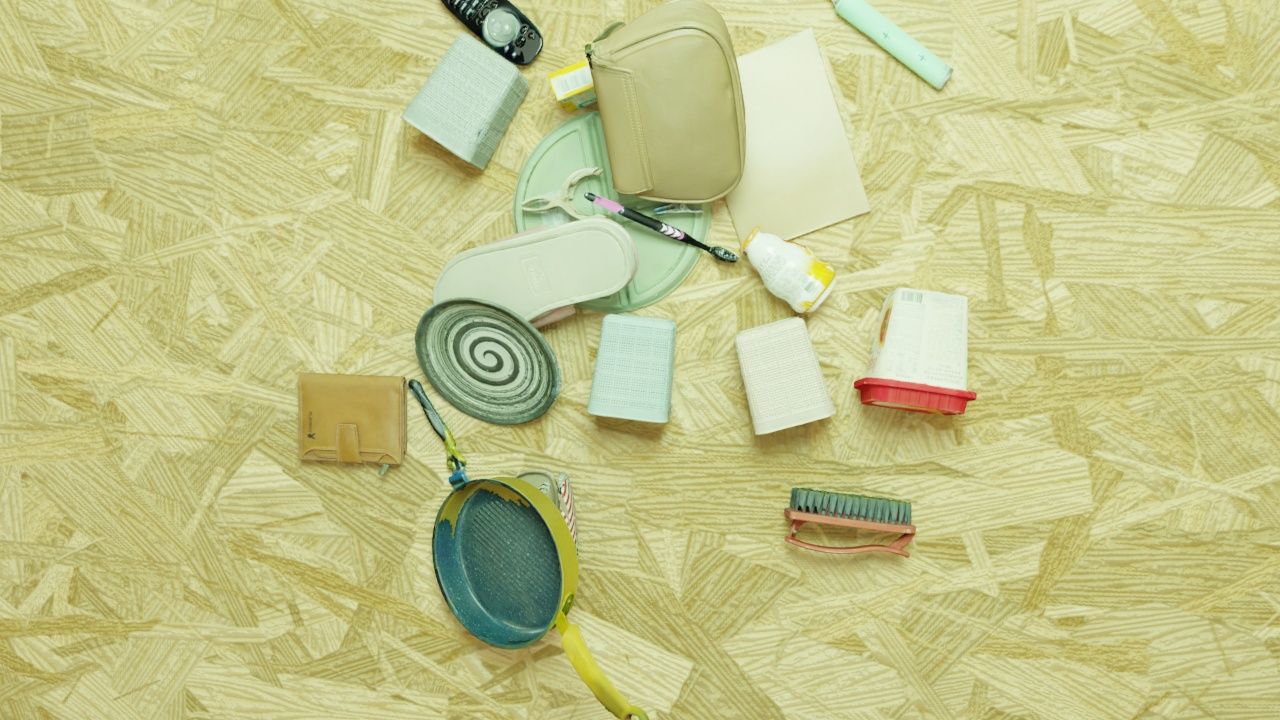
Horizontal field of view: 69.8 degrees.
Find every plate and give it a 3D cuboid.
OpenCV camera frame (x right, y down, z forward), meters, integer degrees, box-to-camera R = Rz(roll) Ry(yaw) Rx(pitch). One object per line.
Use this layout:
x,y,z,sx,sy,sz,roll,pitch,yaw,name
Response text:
-0.035,-0.168,1.042,0.230,0.027,0.230,1,96,6,plate
-0.172,-0.001,1.049,0.179,0.024,0.180,11,128,14,plate

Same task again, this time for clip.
-0.076,-0.187,1.013,0.099,0.035,0.098,22,103,10,clip
0.042,-0.167,1.009,0.057,0.024,0.028,-10,99,0,clip

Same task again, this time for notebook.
0.152,-0.242,1.021,0.149,0.012,0.211,-19,95,9,notebook

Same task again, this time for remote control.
-0.167,-0.384,1.029,0.136,0.024,0.053,41,98,-1,remote control

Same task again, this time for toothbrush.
0.025,-0.145,1.004,0.189,0.018,0.014,21,89,-17,toothbrush
0.242,-0.368,0.988,0.224,0.026,0.027,37,121,0,toothbrush

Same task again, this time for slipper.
-0.119,-0.092,1.021,0.275,0.054,0.114,-16,107,31,slipper

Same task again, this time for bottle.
0.160,-0.103,1.011,0.108,0.063,0.063,37,99,0,bottle

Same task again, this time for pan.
-0.108,0.272,1.007,0.357,0.078,0.198,34,114,26,pan

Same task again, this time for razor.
-0.240,0.085,1.098,0.043,0.022,0.142,-26,91,52,razor

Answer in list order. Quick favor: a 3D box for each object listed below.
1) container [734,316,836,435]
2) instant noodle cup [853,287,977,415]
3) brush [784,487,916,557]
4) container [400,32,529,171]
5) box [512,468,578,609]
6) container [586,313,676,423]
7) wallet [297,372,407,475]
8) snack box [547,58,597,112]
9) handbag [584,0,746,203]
0.156,0.014,1.015,0.090,0.090,0.111,-16,92,8,container
0.299,-0.009,0.990,0.117,0.116,0.124,9,87,4,instant noodle cup
0.238,0.186,1.040,0.146,0.063,0.069,7,86,3,brush
-0.188,-0.286,1.013,0.090,0.090,0.114,34,96,0,container
-0.114,0.210,1.072,0.085,0.075,0.162,-4,98,1,box
-0.006,0.006,1.031,0.090,0.090,0.111,6,95,5,container
-0.346,0.076,1.104,0.131,0.035,0.119,2,91,6,wallet
-0.025,-0.313,0.992,0.140,0.087,0.034,-18,95,8,snack box
0.031,-0.258,0.932,0.148,0.099,0.205,-8,135,4,handbag
